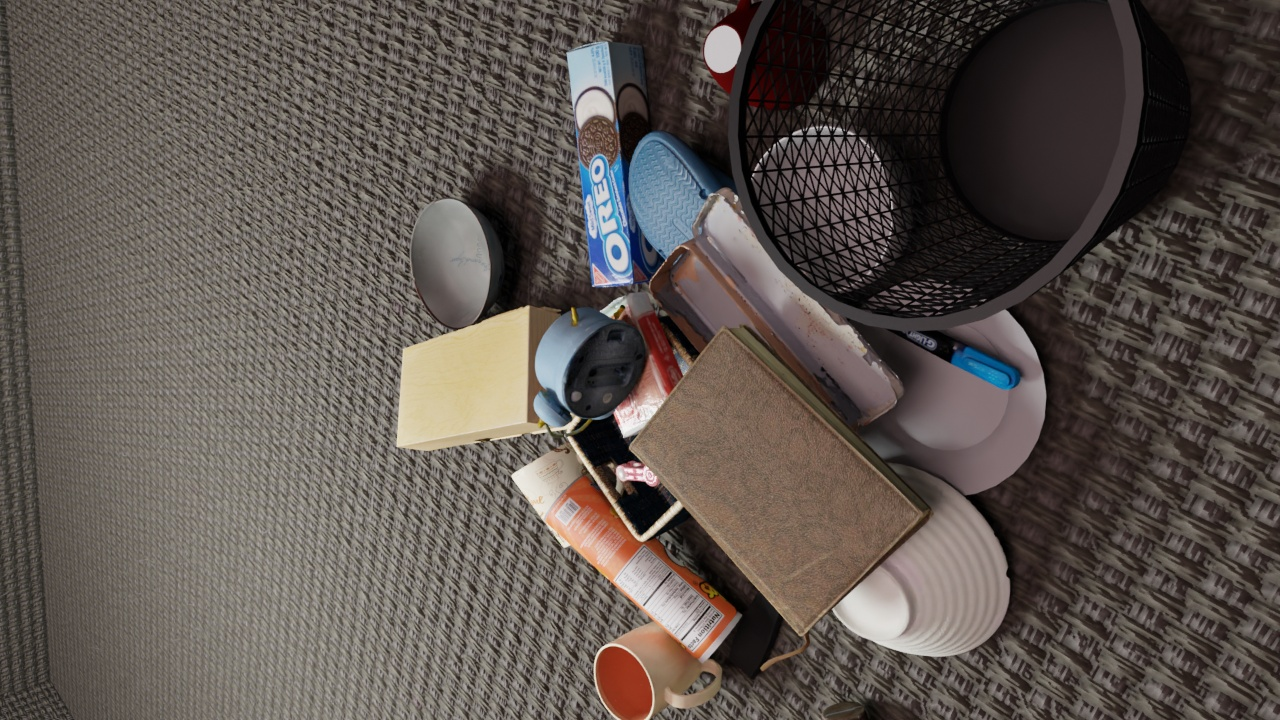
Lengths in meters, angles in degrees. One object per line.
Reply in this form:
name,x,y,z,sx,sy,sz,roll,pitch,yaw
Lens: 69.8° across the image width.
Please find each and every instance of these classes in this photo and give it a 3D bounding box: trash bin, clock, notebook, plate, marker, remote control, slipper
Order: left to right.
clock,-0.047,0.013,0.780,0.052,0.088,0.125,32,116,37
slipper,0.068,-0.112,0.819,0.213,0.059,0.104,49,138,4
notebook,0.093,0.109,0.734,0.215,0.034,0.190,46,113,20
remote control,0.117,0.257,0.894,0.039,0.010,0.125,34,120,31
plate,0.234,0.021,0.726,0.173,0.019,0.173,12,108,40
marker,0.229,-0.011,0.698,0.123,0.015,0.018,33,121,34
trash bin,0.213,-0.143,0.552,0.217,0.242,0.217,12,108,40

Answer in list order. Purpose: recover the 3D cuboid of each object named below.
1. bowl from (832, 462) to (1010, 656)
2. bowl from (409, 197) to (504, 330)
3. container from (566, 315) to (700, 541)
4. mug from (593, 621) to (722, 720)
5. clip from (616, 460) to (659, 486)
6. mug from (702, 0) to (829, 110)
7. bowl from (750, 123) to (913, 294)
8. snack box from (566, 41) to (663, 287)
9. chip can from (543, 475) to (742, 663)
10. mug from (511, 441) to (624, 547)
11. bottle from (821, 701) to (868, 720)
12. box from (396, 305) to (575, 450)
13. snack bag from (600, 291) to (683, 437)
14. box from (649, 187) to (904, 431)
bowl,0.199,0.177,0.746,0.177,0.070,0.177,19,120,36
bowl,-0.199,-0.113,1.056,0.151,0.056,0.151,12,108,40
container,0.030,0.064,0.884,0.145,0.071,0.188,54,129,19
mug,0.028,0.311,0.924,0.112,0.104,0.085,13,109,38
clip,0.007,0.101,0.854,0.059,0.038,0.022,-2,102,41
mug,0.093,-0.261,0.737,0.087,0.088,0.114,17,111,38
bowl,0.156,-0.120,0.730,0.132,0.064,0.132,12,108,40
snack box,-0.023,-0.186,0.881,0.059,0.059,0.226,2,101,38
chip can,0.001,0.206,0.919,0.210,0.062,0.062,40,125,11
mug,-0.066,0.138,0.999,0.122,0.081,0.097,-32,86,20
bottle,0.201,0.390,0.820,0.057,0.056,0.162,-15,90,43
box,-0.161,0.027,1.047,0.250,0.122,0.140,-13,68,42
snack bag,-0.005,0.005,0.826,0.077,0.036,0.116,-31,79,41
box,0.106,-0.024,0.751,0.216,0.058,0.154,51,144,9
